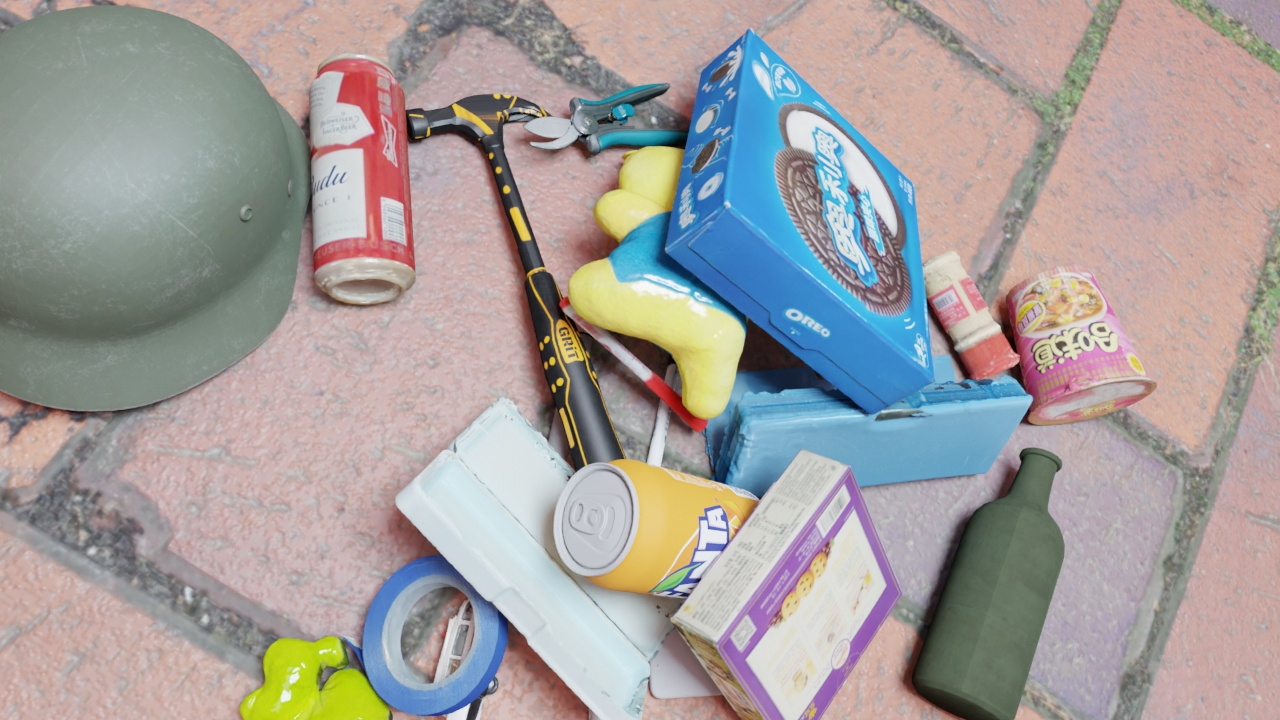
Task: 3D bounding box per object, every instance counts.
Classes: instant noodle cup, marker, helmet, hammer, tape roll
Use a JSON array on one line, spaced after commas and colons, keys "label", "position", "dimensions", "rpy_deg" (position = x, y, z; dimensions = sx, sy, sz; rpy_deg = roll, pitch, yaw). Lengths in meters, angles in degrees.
[{"label": "instant noodle cup", "position": [0.350, -0.014, 0.750], "dimensions": [0.097, 0.098, 0.108], "rpy_deg": [-2, 65, -16]}, {"label": "marker", "position": [0.016, 0.047, 0.677], "dimensions": [0.011, 0.011, 0.152], "rpy_deg": [16, 69, -10]}, {"label": "marker", "position": [-0.004, 0.004, 0.642], "dimensions": [0.142, 0.013, 0.012], "rpy_deg": [42, 65, -22]}, {"label": "marker", "position": [-0.056, 0.046, 0.655], "dimensions": [0.016, 0.016, 0.140], "rpy_deg": [16, 70, -10]}, {"label": "helmet", "position": [-0.317, -0.120, 0.561], "dimensions": [0.227, 0.154, 0.267], "rpy_deg": [32, 55, -4]}, {"label": "hammer", "position": [-0.071, -0.061, 0.662], "dimensions": [0.123, 0.036, 0.320], "rpy_deg": [-12, 70, -24]}, {"label": "tape roll", "position": [-0.127, 0.169, 0.567], "dimensions": [0.091, 0.016, 0.093], "rpy_deg": [40, 82, 26]}]

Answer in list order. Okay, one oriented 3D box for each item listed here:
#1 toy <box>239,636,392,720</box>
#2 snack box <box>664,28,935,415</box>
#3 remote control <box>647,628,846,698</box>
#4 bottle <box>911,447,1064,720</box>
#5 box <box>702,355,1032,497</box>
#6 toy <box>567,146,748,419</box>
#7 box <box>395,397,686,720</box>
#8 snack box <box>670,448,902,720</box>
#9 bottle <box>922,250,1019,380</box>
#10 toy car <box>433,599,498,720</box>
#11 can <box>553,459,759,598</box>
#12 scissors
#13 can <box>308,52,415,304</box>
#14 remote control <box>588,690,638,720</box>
[{"label": "toy", "position": [-0.193, 0.216, 0.554], "dimensions": [0.093, 0.036, 0.094], "rpy_deg": [17, 63, -4]}, {"label": "snack box", "position": [0.119, -0.106, 0.654], "dimensions": [0.195, 0.056, 0.238], "rpy_deg": [36, 41, -22]}, {"label": "remote control", "position": [0.076, 0.209, 0.644], "dimensions": [0.146, 0.008, 0.045], "rpy_deg": [2, 73, -15]}, {"label": "bottle", "position": [0.268, 0.159, 0.679], "dimensions": [0.071, 0.072, 0.206], "rpy_deg": [31, 68, -4]}, {"label": "box", "position": [0.161, 0.035, 0.698], "dimensions": [0.231, 0.094, 0.102], "rpy_deg": [-4, 45, -16]}, {"label": "toy", "position": [0.034, -0.079, 0.658], "dimensions": [0.149, 0.084, 0.213], "rpy_deg": [38, 41, -16]}, {"label": "box", "position": [-0.056, 0.126, 0.585], "dimensions": [0.197, 0.049, 0.136], "rpy_deg": [49, 31, -6]}, {"label": "snack box", "position": [0.102, 0.159, 0.596], "dimensions": [0.143, 0.041, 0.148], "rpy_deg": [-47, 130, -23]}, {"label": "bottle", "position": [0.267, -0.037, 0.756], "dimensions": [0.044, 0.044, 0.109], "rpy_deg": [-23, 79, -21]}, {"label": "toy car", "position": [-0.107, 0.175, 0.591], "dimensions": [0.039, 0.039, 0.113], "rpy_deg": [7, 69, 9]}, {"label": "can", "position": [0.019, 0.111, 0.589], "dimensions": [0.142, 0.079, 0.079], "rpy_deg": [21, 64, -45]}, {"label": "scissors", "position": [-0.020, -0.192, 0.729], "dimensions": [0.128, 0.019, 0.152], "rpy_deg": [29, 60, -14]}, {"label": "can", "position": [-0.196, -0.127, 0.643], "dimensions": [0.067, 0.067, 0.170], "rpy_deg": [-2, 74, -16]}, {"label": "remote control", "position": [-0.017, 0.236, 0.607], "dimensions": [0.033, 0.012, 0.130], "rpy_deg": [4, 72, -14]}]
